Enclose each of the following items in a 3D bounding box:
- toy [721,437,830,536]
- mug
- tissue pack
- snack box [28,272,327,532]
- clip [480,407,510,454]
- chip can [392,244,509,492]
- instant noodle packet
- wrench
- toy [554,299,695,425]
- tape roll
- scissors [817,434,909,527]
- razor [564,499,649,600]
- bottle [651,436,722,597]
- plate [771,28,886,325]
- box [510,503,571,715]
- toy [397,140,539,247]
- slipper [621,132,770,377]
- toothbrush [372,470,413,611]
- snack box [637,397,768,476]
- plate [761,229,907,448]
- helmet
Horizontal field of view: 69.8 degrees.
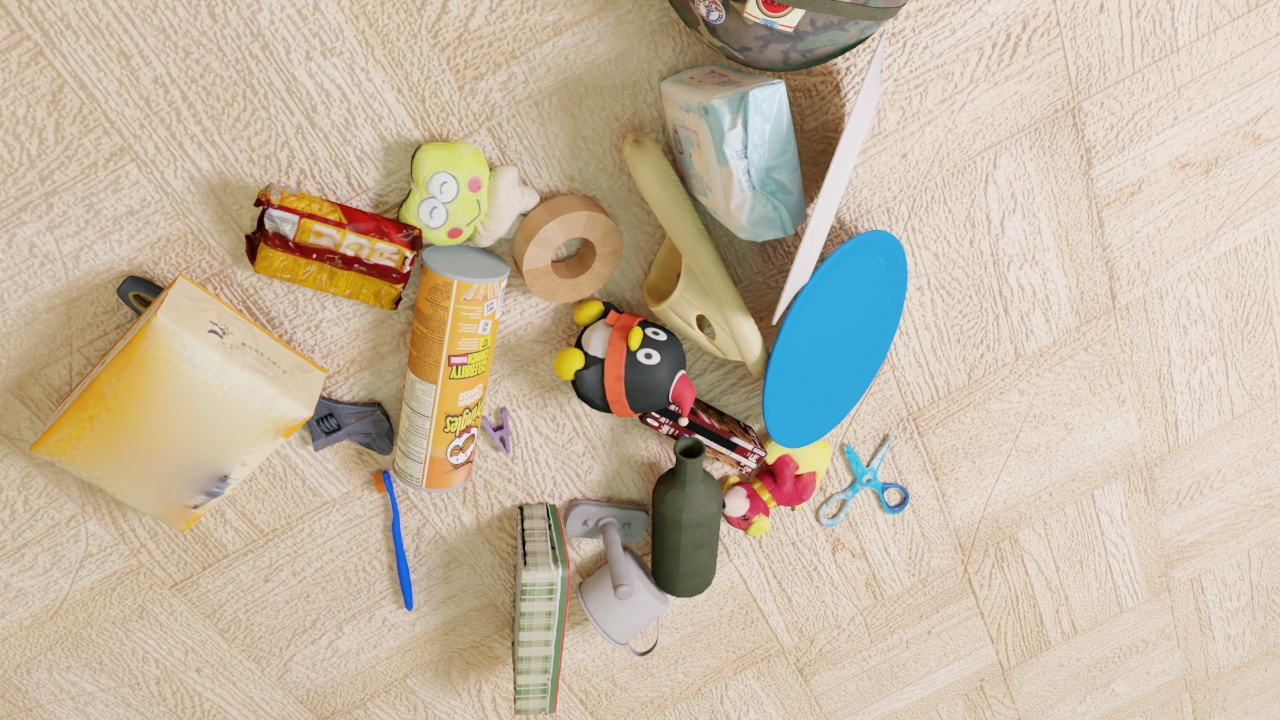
[{"bbox_3d":[0.146,0.131,0.985,0.137,0.067,0.105,-41,123,-4],"label":"toy"},{"bbox_3d":[-0.010,0.268,0.999,0.070,0.084,0.113,-39,102,6],"label":"mug"},{"bbox_3d":[0.071,-0.167,0.722,0.070,0.181,0.112,-17,115,-5],"label":"tissue pack"},{"bbox_3d":[-0.386,0.047,0.769,0.196,0.080,0.145,-38,121,21],"label":"snack box"},{"bbox_3d":[-0.135,0.066,0.901,0.046,0.014,0.050,-44,116,9],"label":"clip"},{"bbox_3d":[-0.172,0.010,0.823,0.075,0.075,0.215,6,117,-17],"label":"chip can"},{"bbox_3d":[-0.252,-0.091,0.751,0.135,0.039,0.099,15,143,-21],"label":"instant noodle packet"},{"bbox_3d":[-0.332,0.013,0.816,0.073,0.022,0.273,-42,120,13],"label":"wrench"},{"bbox_3d":[-0.005,0.005,0.839,0.119,0.097,0.100,5,144,19],"label":"toy"},{"bbox_3d":[-0.063,-0.096,0.802,0.094,0.027,0.094,-17,135,-18],"label":"tape roll"},{"bbox_3d":[0.263,0.142,1.044,0.134,0.012,0.134,15,112,-21],"label":"scissors"},{"bbox_3d":[-0.027,0.197,0.940,0.088,0.116,0.047,10,121,-19],"label":"razor"},{"bbox_3d":[0.047,0.158,0.938,0.071,0.071,0.207,-9,134,-9],"label":"bottle"},{"bbox_3d":[0.156,-0.140,0.736,0.016,0.241,0.243,21,115,7],"label":"plate"},{"bbox_3d":[-0.107,0.259,0.957,0.050,0.117,0.206,2,116,-10],"label":"box"},{"bbox_3d":[-0.141,-0.135,0.768,0.115,0.046,0.092,10,118,-28],"label":"toy"},{"bbox_3d":[0.036,-0.074,0.808,0.079,0.111,0.261,-30,119,2],"label":"slipper"},{"bbox_3d":[-0.250,0.188,0.938,0.018,0.016,0.183,-4,119,-6],"label":"toothbrush"},{"bbox_3d":[0.059,0.065,0.925,0.141,0.051,0.032,28,108,-26],"label":"snack box"},{"bbox_3d":[0.181,-0.021,0.876,0.223,0.024,0.225,-29,134,-35],"label":"plate"},{"bbox_3d":[0.110,-0.317,0.632,0.224,0.192,0.237,25,143,-32],"label":"helmet"}]
